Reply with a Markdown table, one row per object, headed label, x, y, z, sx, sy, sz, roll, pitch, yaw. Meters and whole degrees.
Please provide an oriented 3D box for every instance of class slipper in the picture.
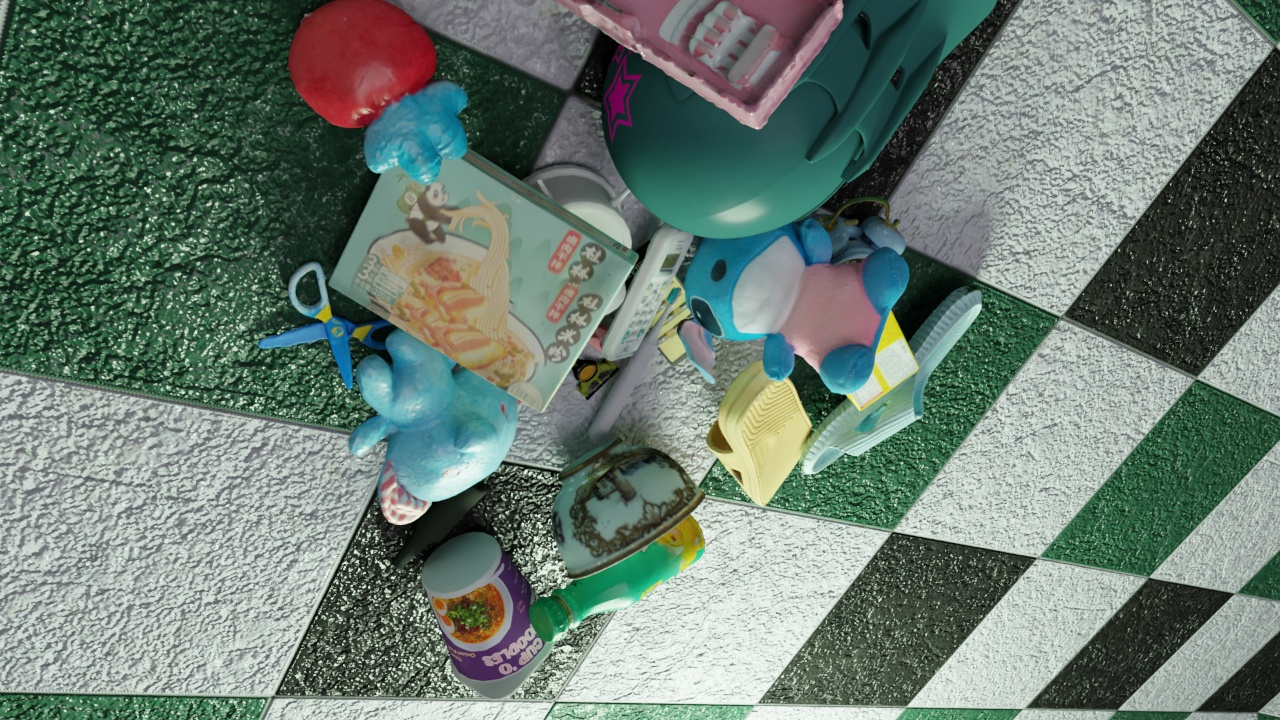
| label | x | y | z | sx | sy | sz | roll | pitch | yaw |
| --- | --- | --- | --- | --- | --- | --- | --- | --- | --- |
| slipper | 0.118 | 0.067 | 0.950 | 0.099 | 0.078 | 0.263 | -46 | 152 | -9 |
| slipper | 0.285 | 0.035 | 1.001 | 0.276 | 0.069 | 0.116 | -48 | 160 | 9 |

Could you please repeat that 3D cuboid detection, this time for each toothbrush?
| label | x | y | z | sx | sy | sz | roll | pitch | yaw |
| --- | --- | --- | --- | --- | --- | --- | --- | --- | --- |
| toothbrush | -0.005 | 0.005 | 0.873 | 0.019 | 0.018 | 0.188 | 8 | 127 | -32 |

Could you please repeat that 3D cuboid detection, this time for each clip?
| label | x | y | z | sx | sy | sz | roll | pitch | yaw |
| --- | --- | --- | --- | --- | --- | --- | --- | --- | --- |
| clip | -0.042 | -0.020 | 0.851 | 0.059 | 0.023 | 0.045 | -1 | 123 | -32 |

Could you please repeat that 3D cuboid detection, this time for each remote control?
| label | x | y | z | sx | sy | sz | roll | pitch | yaw |
| --- | --- | --- | --- | --- | --- | --- | --- | --- | --- |
| remote control | 0.003 | -0.061 | 0.813 | 0.050 | 0.022 | 0.133 | -13 | 134 | -59 |
| remote control | 0.020 | -0.050 | 0.862 | 0.058 | 0.013 | 0.133 | -38 | 132 | 4 |

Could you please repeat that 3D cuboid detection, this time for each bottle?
| label | x | y | z | sx | sy | sz | roll | pitch | yaw |
| --- | --- | --- | --- | --- | --- | --- | --- | --- | --- |
| bottle | -0.201 | 0.159 | 0.898 | 0.123 | 0.033 | 0.033 | -47 | 131 | 13 |
| bottle | -0.024 | 0.226 | 0.965 | 0.209 | 0.068 | 0.068 | -24 | 135 | -38 |

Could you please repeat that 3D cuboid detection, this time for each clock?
| label | x | y | z | sx | sy | sz | roll | pitch | yaw |
| --- | --- | --- | --- | --- | --- | --- | --- | --- | --- |
| clock | 0.189 | -0.089 | 0.884 | 0.118 | 0.060 | 0.162 | -6 | 129 | -21 |
| clock | -0.066 | -0.086 | 0.766 | 0.119 | 0.061 | 0.160 | 0 | 129 | -23 |

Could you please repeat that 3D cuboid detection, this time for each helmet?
| label | x | y | z | sx | sy | sz | roll | pitch | yaw |
| --- | --- | --- | --- | --- | --- | --- | --- | --- | --- |
| helmet | 0.100 | -0.208 | 0.657 | 0.275 | 0.200 | 0.176 | -45 | 131 | 11 |

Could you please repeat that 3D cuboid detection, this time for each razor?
| label | x | y | z | sx | sy | sz | roll | pitch | yaw |
| --- | --- | --- | --- | --- | --- | --- | --- | --- | --- |
| razor | -0.079 | -0.012 | 0.840 | 0.044 | 0.021 | 0.144 | -44 | 129 | 9 |

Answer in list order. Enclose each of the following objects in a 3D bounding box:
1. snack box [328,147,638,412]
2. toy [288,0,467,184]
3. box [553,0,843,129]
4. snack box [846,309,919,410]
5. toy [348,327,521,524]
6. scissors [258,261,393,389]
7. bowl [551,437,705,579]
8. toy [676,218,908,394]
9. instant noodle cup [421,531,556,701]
| label | x | y | z | sx | sy | sz | roll | pitch | yaw |
| --- | --- | --- | --- | --- | --- | --- | --- | --- | --- |
| snack box | -0.120 | -0.070 | 0.699 | 0.193 | 0.044 | 0.142 | 32 | 111 | -4 |
| toy | -0.173 | -0.184 | 0.622 | 0.092 | 0.062 | 0.133 | -38 | 110 | 3 |
| box | 0.032 | -0.275 | 0.571 | 0.179 | 0.232 | 0.040 | -53 | 163 | 8 |
| snack box | 0.216 | -0.017 | 0.896 | 0.075 | 0.025 | 0.152 | -36 | 134 | 5 |
| toy | -0.165 | 0.046 | 0.770 | 0.183 | 0.115 | 0.181 | -49 | 147 | -20 |
| scissors | -0.247 | -0.027 | 0.749 | 0.125 | 0.013 | 0.126 | -15 | 125 | -18 |
| bowl | -0.027 | 0.133 | 0.909 | 0.160 | 0.160 | 0.094 | -31 | 91 | -2 |
| toy | 0.133 | -0.071 | 0.802 | 0.224 | 0.191 | 0.099 | -68 | 159 | 3 |
| instant noodle cup | -0.161 | 0.251 | 0.931 | 0.122 | 0.136 | 0.122 | -17 | 122 | 4 |
